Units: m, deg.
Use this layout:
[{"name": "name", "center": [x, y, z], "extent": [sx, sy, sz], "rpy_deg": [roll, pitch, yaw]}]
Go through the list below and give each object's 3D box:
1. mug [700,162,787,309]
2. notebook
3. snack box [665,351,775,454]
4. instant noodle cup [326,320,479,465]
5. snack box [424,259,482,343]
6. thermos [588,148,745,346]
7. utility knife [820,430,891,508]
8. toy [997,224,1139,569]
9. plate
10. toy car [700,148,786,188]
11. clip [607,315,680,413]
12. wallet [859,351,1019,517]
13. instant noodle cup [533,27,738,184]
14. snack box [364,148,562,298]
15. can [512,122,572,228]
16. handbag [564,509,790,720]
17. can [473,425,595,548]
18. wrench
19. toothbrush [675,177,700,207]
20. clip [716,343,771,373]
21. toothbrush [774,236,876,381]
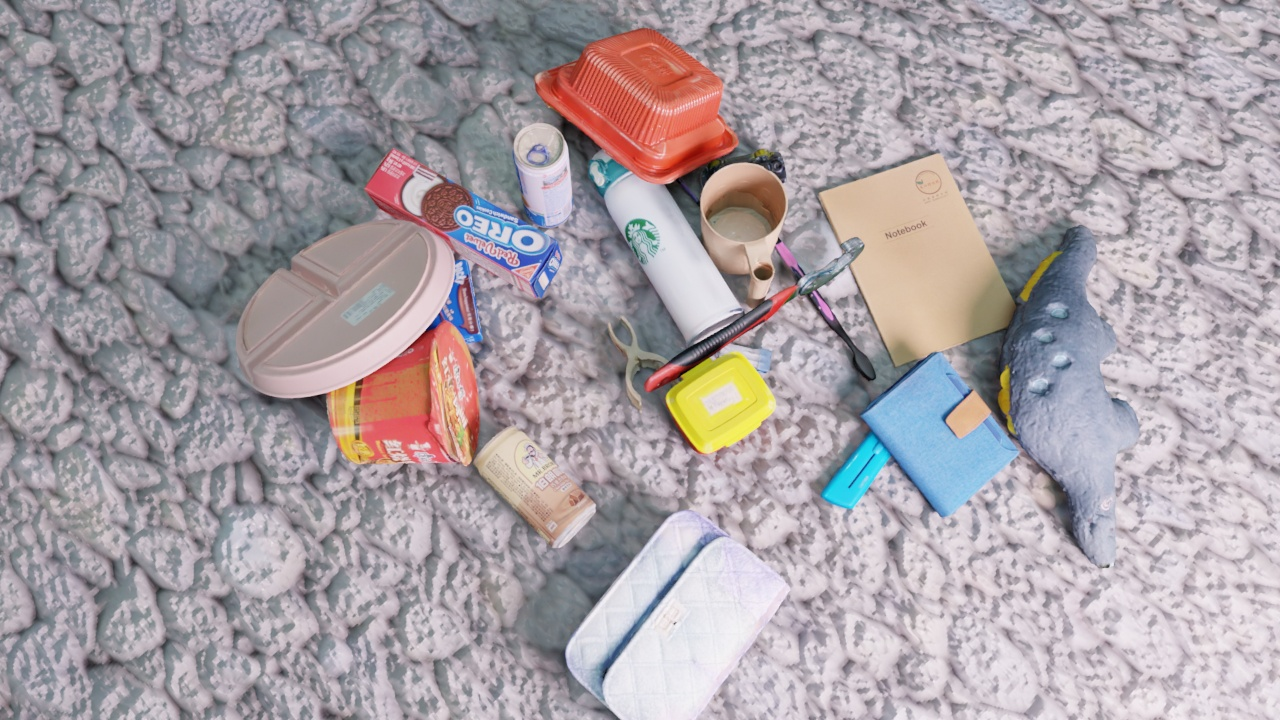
[{"name": "mug", "center": [0.107, -0.121, 0.925], "extent": [0.084, 0.103, 0.124], "rpy_deg": [-14, 76, 0]}, {"name": "notebook", "center": [0.296, -0.110, 0.977], "extent": [0.147, 0.008, 0.207], "rpy_deg": [-19, 76, -6]}, {"name": "snack box", "center": [0.074, 0.045, 0.894], "extent": [0.091, 0.080, 0.082], "rpy_deg": [-32, 78, -9]}, {"name": "instant noodle cup", "center": [-0.224, 0.036, 0.871], "extent": [0.108, 0.138, 0.137], "rpy_deg": [-7, 75, 6]}, {"name": "snack box", "center": [-0.247, -0.047, 0.942], "extent": [0.157, 0.026, 0.084], "rpy_deg": [-12, 76, -4]}, {"name": "thermos", "center": [0.020, -0.124, 0.945], "extent": [0.073, 0.073, 0.224], "rpy_deg": [-28, 77, -8]}, {"name": "utility knife", "center": [0.252, 0.069, 0.923], "extent": [0.034, 0.018, 0.198], "rpy_deg": [38, 76, 10]}, {"name": "toy", "center": [0.420, 0.024, 0.908], "extent": [0.137, 0.092, 0.356], "rpy_deg": [8, 74, -28]}, {"name": "plate", "center": [-0.289, -0.060, 0.884], "extent": [0.230, 0.028, 0.229], "rpy_deg": [-12, 45, 12]}, {"name": "toy car", "center": [0.110, -0.196, 0.984], "extent": [0.090, 0.035, 0.042], "rpy_deg": [-11, 73, 3]}, {"name": "clip", "center": [-0.010, 0.010, 0.927], "extent": [0.103, 0.035, 0.092], "rpy_deg": [36, 76, 13]}, {"name": "wallet", "center": [0.295, 0.072, 0.904], "extent": [0.106, 0.040, 0.133], "rpy_deg": [-38, 90, -11]}, {"name": "instant noodle cup", "center": [0.003, -0.276, 0.950], "extent": [0.189, 0.079, 0.164], "rpy_deg": [40, 46, 15]}, {"name": "snack box", "center": [-0.181, -0.141, 0.954], "extent": [0.207, 0.058, 0.057], "rpy_deg": [30, 79, 7]}, {"name": "can", "center": [-0.097, -0.184, 0.926], "extent": [0.053, 0.135, 0.053], "rpy_deg": [0, 75, -2]}, {"name": "handbag", "center": [0.029, 0.243, 0.843], "extent": [0.134, 0.076, 0.193], "rpy_deg": [37, 78, 8]}, {"name": "can", "center": [-0.101, 0.121, 0.882], "extent": [0.116, 0.058, 0.058], "rpy_deg": [43, 78, 10]}, {"name": "wrench", "center": [0.115, -0.044, 0.914], "extent": [0.273, 0.056, 0.016], "rpy_deg": [-33, 71, -14]}, {"name": "toothbrush", "center": [0.009, -0.231, 1.003], "extent": [0.016, 0.014, 0.189], "rpy_deg": [-39, 79, -3]}, {"name": "clip", "center": [0.106, -0.005, 0.940], "extent": [0.057, 0.031, 0.025], "rpy_deg": [14, 77, -2]}, {"name": "toothbrush", "center": [0.189, -0.056, 0.961], "extent": [0.014, 0.018, 0.189], "rpy_deg": [-29, 74, -9]}]
